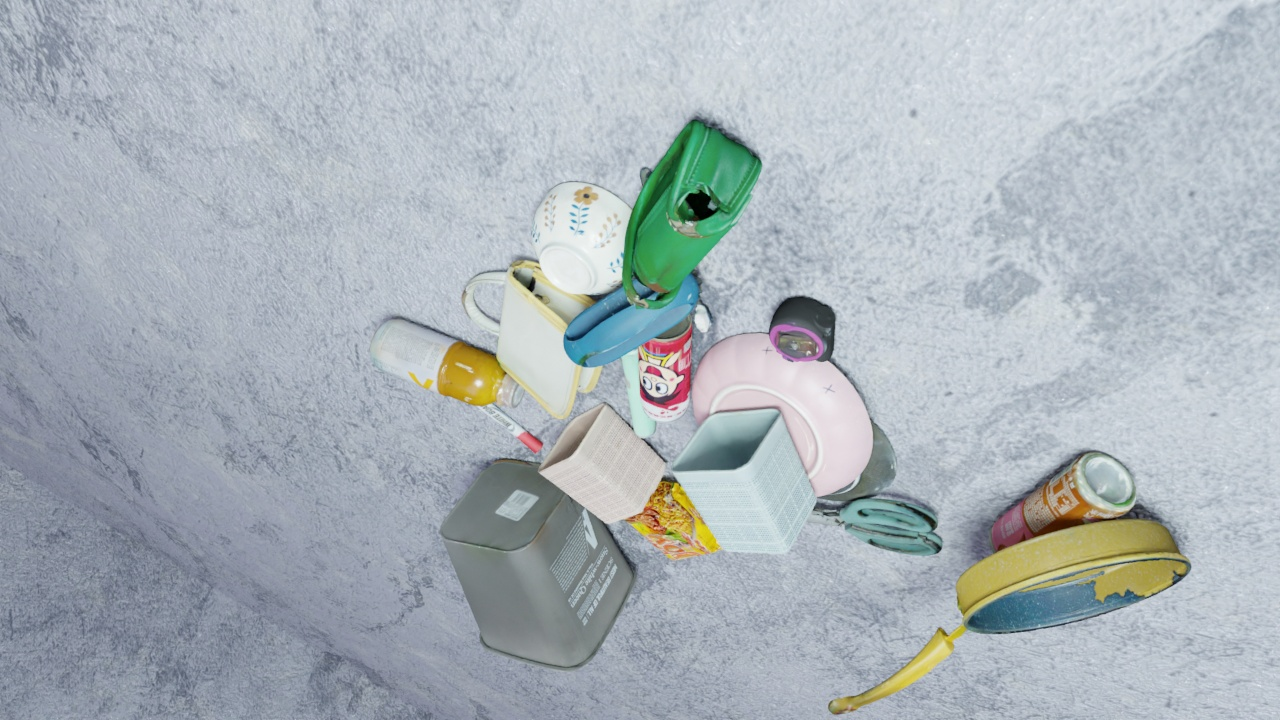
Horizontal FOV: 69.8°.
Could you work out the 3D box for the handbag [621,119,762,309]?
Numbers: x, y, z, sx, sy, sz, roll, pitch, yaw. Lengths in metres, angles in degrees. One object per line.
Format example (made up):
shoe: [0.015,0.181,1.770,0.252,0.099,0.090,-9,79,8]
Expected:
handbag: [0.033,-0.114,0.722,0.068,0.119,0.132,30,143,-10]

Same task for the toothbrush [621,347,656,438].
toothbrush: [-0.006,0.006,0.967,0.225,0.027,0.026,82,162,-47]

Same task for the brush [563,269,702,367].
brush: [-0.012,-0.037,0.825,0.144,0.073,0.055,-29,98,24]

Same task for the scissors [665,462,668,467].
scissors: [-0.008,0.160,1.169,0.133,0.012,0.173,10,138,26]

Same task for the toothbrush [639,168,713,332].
toothbrush: [0.033,-0.096,0.830,0.016,0.018,0.181,0,133,29]

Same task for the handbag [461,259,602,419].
handbag: [-0.116,-0.041,0.975,0.179,0.063,0.164,38,146,14]

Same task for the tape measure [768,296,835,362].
tape measure: [0.143,-0.026,0.816,0.058,0.039,0.057,16,142,19]

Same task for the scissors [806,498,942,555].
scissors: [0.243,0.184,1.005,0.180,0.019,0.143,-4,142,36]

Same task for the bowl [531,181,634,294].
bowl: [-0.055,-0.102,0.846,0.113,0.062,0.114,18,141,16]

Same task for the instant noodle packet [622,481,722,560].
instant noodle packet: [0.039,0.204,1.150,0.111,0.044,0.128,-19,127,41]

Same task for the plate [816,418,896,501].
plate: [0.175,0.096,0.953,0.179,0.024,0.180,19,142,15]

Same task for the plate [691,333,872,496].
plate: [0.129,0.064,0.900,0.192,0.038,0.193,22,134,24]

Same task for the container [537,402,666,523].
container: [-0.041,0.125,1.078,0.111,0.090,0.090,43,142,-14]

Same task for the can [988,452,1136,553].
can: [0.380,0.141,0.835,0.058,0.057,0.148,27,144,4]

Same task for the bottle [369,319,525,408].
bottle: [-0.228,0.008,1.090,0.189,0.067,0.068,20,143,14]

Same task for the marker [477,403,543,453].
marker: [-0.185,0.069,1.178,0.145,0.017,0.017,41,143,-14]

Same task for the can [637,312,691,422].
can: [0.024,0.004,0.922,0.053,0.053,0.133,18,142,16]

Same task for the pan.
pan: [0.327,0.249,0.860,0.358,0.078,0.197,-28,144,26]

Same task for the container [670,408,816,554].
container: [0.103,0.118,0.869,0.090,0.089,0.111,-8,120,42]

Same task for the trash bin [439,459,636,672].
trash bin: [-0.142,0.269,1.251,0.199,0.198,0.220,4,130,29]
